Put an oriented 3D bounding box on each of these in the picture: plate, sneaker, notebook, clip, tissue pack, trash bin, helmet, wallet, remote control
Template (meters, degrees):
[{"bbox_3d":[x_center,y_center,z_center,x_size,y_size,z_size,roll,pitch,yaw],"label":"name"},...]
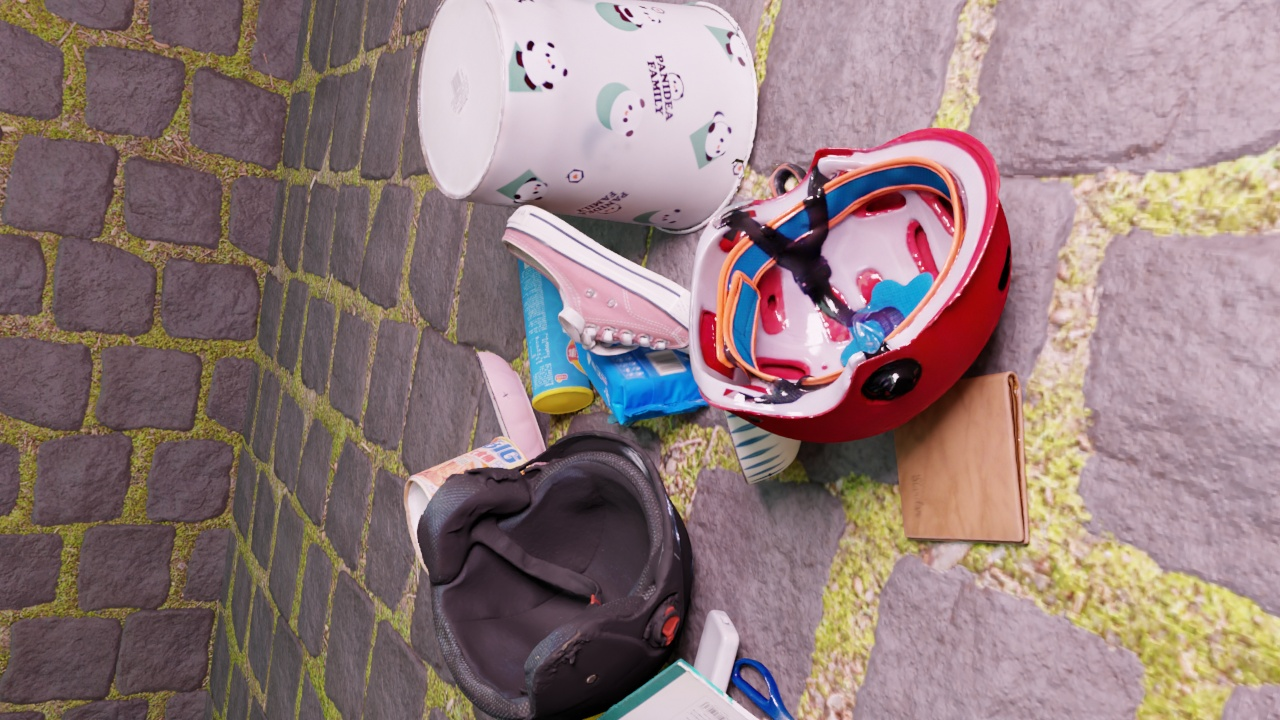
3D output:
[{"bbox_3d":[-0.148,0.076,1.106,0.192,0.039,0.192,160,90,-79],"label":"plate"},{"bbox_3d":[-0.026,-0.046,0.837,0.087,0.241,0.118,-62,11,-8],"label":"sneaker"},{"bbox_3d":[0.040,0.335,0.772,0.150,0.012,0.210,39,132,0],"label":"notebook"},{"bbox_3d":[-0.008,0.056,0.978,0.055,0.037,0.013,-31,60,37],"label":"clip"},{"bbox_3d":[-0.005,0.005,0.918,0.157,0.094,0.052,-126,36,-46],"label":"tissue pack"},{"bbox_3d":[-0.058,-0.237,0.867,0.230,0.251,0.229,9,101,54],"label":"trash bin"},{"bbox_3d":[0.158,-0.039,0.647,0.241,0.144,0.206,-27,45,28],"label":"helmet"},{"bbox_3d":[0.222,0.070,0.644,0.101,0.020,0.115,-15,75,55],"label":"wallet"},{"bbox_3d":[-0.063,0.205,0.857,0.274,0.230,0.233,-49,53,-1],"label":"helmet"},{"bbox_3d":[0.061,0.296,0.827,0.056,0.020,0.136,-133,55,-73],"label":"remote control"}]

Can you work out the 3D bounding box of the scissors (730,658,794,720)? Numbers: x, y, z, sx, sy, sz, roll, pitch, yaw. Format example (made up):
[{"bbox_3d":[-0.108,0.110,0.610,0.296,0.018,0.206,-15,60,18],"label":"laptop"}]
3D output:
[{"bbox_3d":[0.125,0.299,0.752,0.171,0.012,0.144,-38,55,45],"label":"scissors"}]

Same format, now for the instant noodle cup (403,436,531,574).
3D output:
[{"bbox_3d":[-0.182,0.169,0.995,0.151,0.111,0.151,29,126,50],"label":"instant noodle cup"}]

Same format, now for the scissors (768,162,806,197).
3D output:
[{"bbox_3d":[0.131,-0.075,0.804,0.224,0.015,0.189,27,107,53],"label":"scissors"}]

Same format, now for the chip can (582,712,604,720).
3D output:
[{"bbox_3d":[-0.045,0.375,0.935,0.214,0.072,0.072,-21,68,51],"label":"chip can"}]

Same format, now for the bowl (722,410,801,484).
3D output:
[{"bbox_3d":[0.103,0.039,0.762,0.066,0.116,0.116,-17,63,7],"label":"bowl"}]

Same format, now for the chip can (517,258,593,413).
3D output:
[{"bbox_3d":[-0.103,-0.046,1.091,0.071,0.071,0.210,-36,55,47],"label":"chip can"}]
